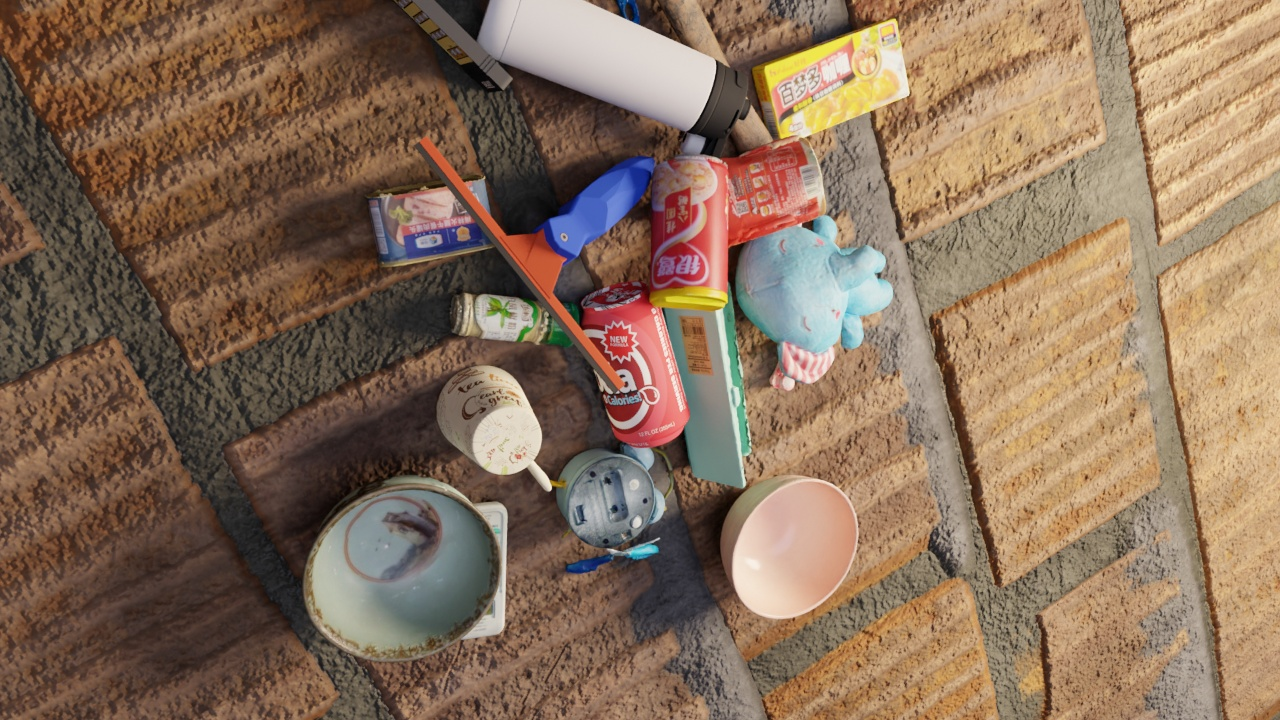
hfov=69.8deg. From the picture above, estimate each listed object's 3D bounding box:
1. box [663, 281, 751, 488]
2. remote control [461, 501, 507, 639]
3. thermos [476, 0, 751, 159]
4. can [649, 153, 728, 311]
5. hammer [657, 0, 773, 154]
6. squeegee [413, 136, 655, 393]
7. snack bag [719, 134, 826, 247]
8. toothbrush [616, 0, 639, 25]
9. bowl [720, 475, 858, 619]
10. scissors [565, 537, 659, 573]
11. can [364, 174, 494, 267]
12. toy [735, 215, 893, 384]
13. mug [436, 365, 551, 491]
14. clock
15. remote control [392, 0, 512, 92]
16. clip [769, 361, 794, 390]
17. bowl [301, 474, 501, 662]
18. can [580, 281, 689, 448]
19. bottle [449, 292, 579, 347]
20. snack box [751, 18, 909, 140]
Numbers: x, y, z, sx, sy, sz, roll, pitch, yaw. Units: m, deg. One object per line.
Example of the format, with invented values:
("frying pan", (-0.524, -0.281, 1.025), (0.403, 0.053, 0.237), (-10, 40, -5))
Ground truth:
("box", (0.076, 0.025, 0.872), (0.077, 0.091, 0.188), (-15, 109, -18))
("remote control", (-0.152, 0.196, 0.860), (0.050, 0.022, 0.133), (-2, 105, -23))
("thermos", (-0.022, -0.235, 0.766), (0.229, 0.068, 0.102), (18, 139, -16))
("can", (0.042, -0.107, 0.791), (0.066, 0.067, 0.124), (4, 83, -24))
("hammer", (0.024, -0.305, 0.781), (0.120, 0.033, 0.330), (-39, 121, -6))
("squeegee", (-0.040, -0.125, 0.771), (0.249, 0.055, 0.184), (52, 50, -12))
("snack bag", (0.087, -0.150, 0.838), (0.155, 0.044, 0.087), (-15, 84, 2))
("toothbrush", (-0.008, -0.291, 0.793), (0.021, 0.016, 0.132), (-28, 114, -27))
("bowl", (0.142, 0.182, 0.950), (0.152, 0.076, 0.153), (-7, 107, -22))
("scissors", (-0.028, 0.188, 0.873), (0.117, 0.130, 0.014), (-16, 75, 3))
("can", (-0.171, -0.115, 0.751), (0.099, 0.054, 0.059), (-15, 108, -19))
("toy", (0.178, -0.074, 0.876), (0.180, 0.115, 0.183), (-8, 81, -26))
("mug", (-0.117, 0.070, 0.799), (0.081, 0.097, 0.122), (-38, 115, -10))
("clock", (-0.023, 0.124, 0.877), (0.124, 0.052, 0.089), (-18, 106, -20))
("remote control", (-0.159, -0.261, 0.714), (0.133, 0.058, 0.013), (41, 86, -25))
("clip", (0.149, 0.004, 0.939), (0.023, 0.044, 0.060), (21, 68, -29))
("bowl", (-0.207, 0.164, 0.788), (0.159, 0.094, 0.160), (-6, 106, -21))
("can", (-0.005, 0.005, 0.841), (0.074, 0.074, 0.142), (-23, 112, -16))
("bottle", (-0.111, -0.036, 0.805), (0.109, 0.043, 0.043), (5, 102, -23))
("snack box", (0.183, -0.265, 0.875), (0.152, 0.025, 0.075), (-24, 112, -15))
